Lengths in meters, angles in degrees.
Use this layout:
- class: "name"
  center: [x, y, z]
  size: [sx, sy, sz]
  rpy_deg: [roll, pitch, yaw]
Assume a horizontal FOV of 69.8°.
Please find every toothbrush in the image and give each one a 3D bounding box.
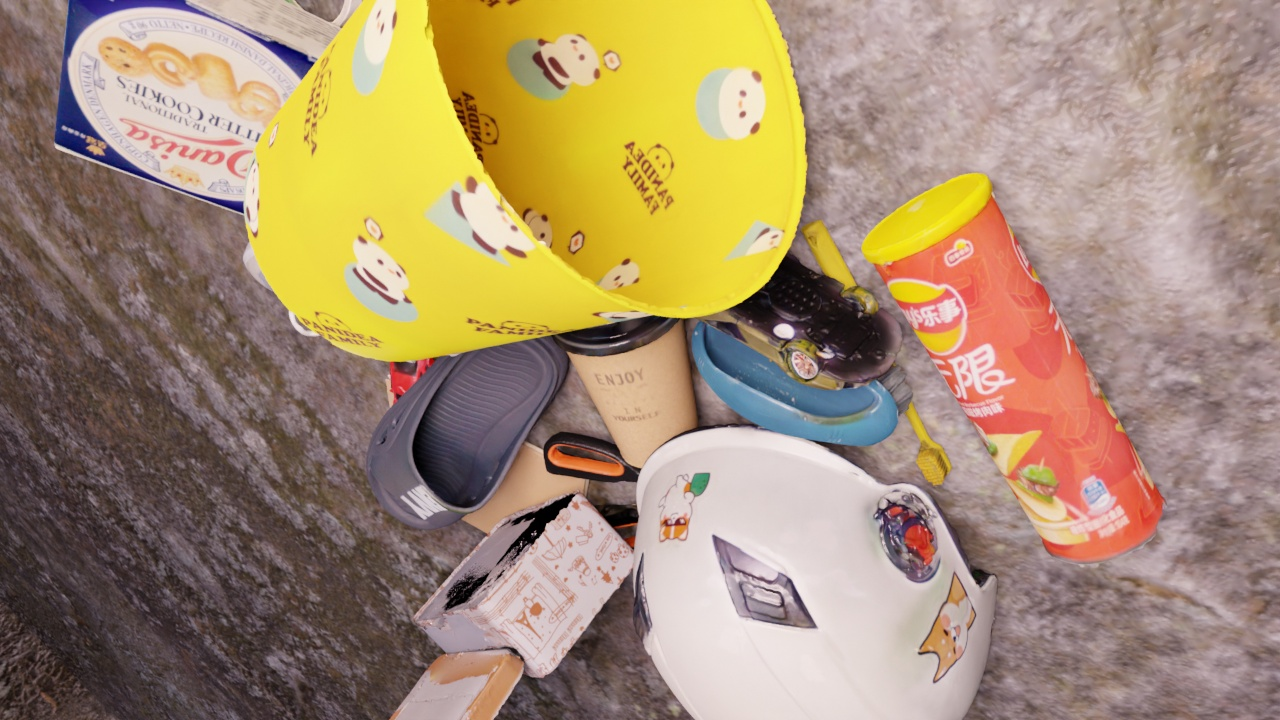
- class: "toothbrush"
  center: [0.146, -0.001, 0.566]
  size: [0.016, 0.016, 0.190]
  rpy_deg: [-17, 111, 42]

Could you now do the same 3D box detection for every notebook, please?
- class: "notebook"
  center: [-0.146, 0.110, 0.849]
  size: [0.211, 0.012, 0.150]
  rpy_deg: [25, 133, 17]

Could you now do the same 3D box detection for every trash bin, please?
- class: "trash bin"
  center: [-0.081, -0.109, 0.505]
  size: [0.256, 0.228, 0.229]
  rpy_deg: [-15, 113, 46]

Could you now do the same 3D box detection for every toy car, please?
- class: "toy car"
  center: [0.077, -0.032, 0.538]
  size: [0.158, 0.070, 0.042]
  rpy_deg: [35, 146, 26]
- class: "toy car"
  center: [-0.194, 0.019, 0.790]
  size: [0.049, 0.031, 0.106]
  rpy_deg: [13, 119, 23]

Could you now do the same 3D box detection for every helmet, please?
- class: "helmet"
  center: [0.101, 0.182, 0.605]
  size: [0.231, 0.156, 0.274]
  rpy_deg: [-24, 123, 41]

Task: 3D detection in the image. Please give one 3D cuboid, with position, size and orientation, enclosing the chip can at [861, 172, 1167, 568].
- class: "chip can"
  center: [0.203, 0.008, 0.497]
  size: [0.073, 0.073, 0.216]
  rpy_deg: [-22, 109, 42]

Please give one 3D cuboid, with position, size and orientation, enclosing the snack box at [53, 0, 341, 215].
- class: "snack box"
  center: [-0.303, -0.187, 0.651]
  size: [0.177, 0.045, 0.183]
  rpy_deg: [20, 140, -24]

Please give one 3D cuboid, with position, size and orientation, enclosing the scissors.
- class: "scissors"
  center: [0.026, 0.110, 0.724]
  size: [0.224, 0.021, 0.205]
  rpy_deg: [22, 135, 7]

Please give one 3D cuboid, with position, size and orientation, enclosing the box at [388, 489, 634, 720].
- class: "box"
  center: [-0.132, 0.232, 0.725]
  size: [0.082, 0.259, 0.177]
  rpy_deg: [47, 147, -9]

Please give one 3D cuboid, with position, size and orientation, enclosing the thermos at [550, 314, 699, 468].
- class: "thermos"
  center: [-0.004, 0.004, 0.625]
  size: [0.093, 0.092, 0.143]
  rpy_deg: [7, 132, 30]

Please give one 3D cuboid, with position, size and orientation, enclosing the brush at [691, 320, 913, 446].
- class: "brush"
  center: [0.089, 0.012, 0.564]
  size: [0.144, 0.073, 0.055]
  rpy_deg: [27, 138, 30]

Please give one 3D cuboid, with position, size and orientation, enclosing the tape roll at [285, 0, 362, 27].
- class: "tape roll"
  center: [-0.225, -0.267, 0.620]
  size: [0.086, 0.013, 0.086]
  rpy_deg: [18, 130, 22]

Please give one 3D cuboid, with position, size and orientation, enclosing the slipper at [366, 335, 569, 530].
- class: "slipper"
  center: [-0.154, 0.067, 0.742]
  size: [0.110, 0.083, 0.269]
  rpy_deg: [32, 126, -13]

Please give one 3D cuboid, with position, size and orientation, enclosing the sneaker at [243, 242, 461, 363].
- class: "sneaker"
  center: [-0.215, -0.047, 0.705]
  size: [0.243, 0.090, 0.089]
  rpy_deg: [5, 156, 27]
